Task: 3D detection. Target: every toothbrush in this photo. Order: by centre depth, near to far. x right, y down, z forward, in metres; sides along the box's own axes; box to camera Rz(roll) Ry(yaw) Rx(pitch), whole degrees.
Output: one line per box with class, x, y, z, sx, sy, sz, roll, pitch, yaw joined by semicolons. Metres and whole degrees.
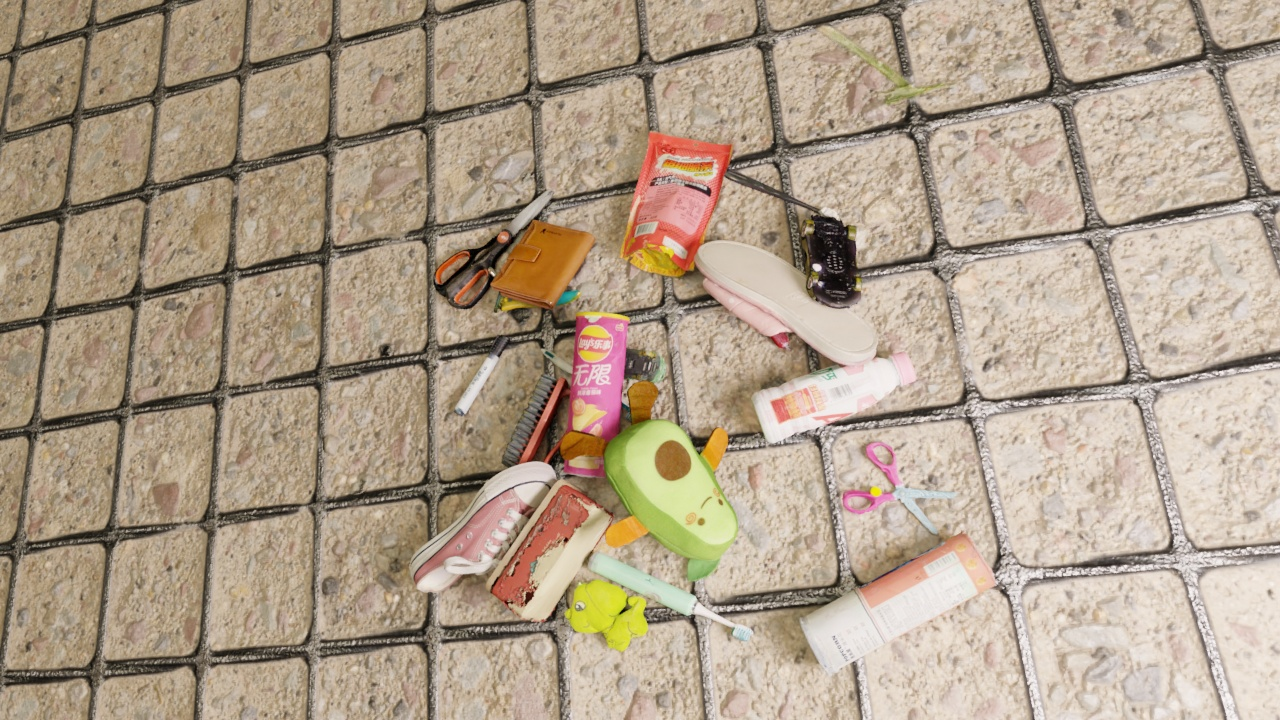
toothbrush;0.036;0.291;1.135;0.225;0.026;0.027;20;43;21
toothbrush;-0.068;0.036;1.254;0.192;0.016;0.018;34;95;23
toothbrush;0.190;-0.229;1.260;0.181;0.018;0.015;28;85;24

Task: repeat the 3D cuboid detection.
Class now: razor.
razor;-0.145;-0.088;1.309;0.133;0.028;0.043;-3;51;17

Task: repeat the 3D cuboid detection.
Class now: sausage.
sausage;0.153;-0.072;1.219;0.020;0.020;0.156;-36;66;3

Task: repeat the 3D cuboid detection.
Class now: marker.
marker;-0.226;0.020;1.306;0.023;0.018;0.130;27;82;31

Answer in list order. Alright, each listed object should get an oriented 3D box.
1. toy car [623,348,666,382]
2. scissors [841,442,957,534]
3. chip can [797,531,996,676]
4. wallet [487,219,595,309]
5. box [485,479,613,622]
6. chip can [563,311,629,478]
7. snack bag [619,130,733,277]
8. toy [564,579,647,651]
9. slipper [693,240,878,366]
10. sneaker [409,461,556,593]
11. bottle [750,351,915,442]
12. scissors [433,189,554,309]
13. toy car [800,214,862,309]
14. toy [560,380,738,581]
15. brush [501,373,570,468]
toy car;-0.007;0.007;1.231;0.091;0.036;0.043;10;83;34
scissors;0.310;0.151;1.104;0.133;0.017;0.125;-1;69;12
chip can;0.289;0.274;1.038;0.215;0.071;0.071;-30;67;6
wallet;-0.144;-0.139;1.312;0.119;0.035;0.130;18;63;20
box;-0.107;0.245;1.157;0.079;0.091;0.168;31;84;26
chip can;-0.057;0.045;1.195;0.071;0.071;0.210;3;87;18
snack bag;0.048;-0.224;1.279;0.129;0.073;0.207;10;71;16
toy;-0.041;0.315;1.148;0.097;0.031;0.100;-38;71;3
slipper;0.179;-0.070;1.171;0.274;0.055;0.113;36;46;26
sneaker;-0.195;0.231;1.182;0.241;0.118;0.087;-40;48;8
bottle;0.239;0.040;1.134;0.197;0.068;0.068;-21;68;6
scissors;-0.222;-0.182;1.366;0.137;0.021;0.234;23;81;22
toy car;0.242;-0.126;1.173;0.070;0.042;0.157;7;54;-6
toy;0.029;0.148;1.130;0.226;0.090;0.246;-39;83;-27
brush;-0.129;0.093;1.230;0.069;0.063;0.145;25;82;4
